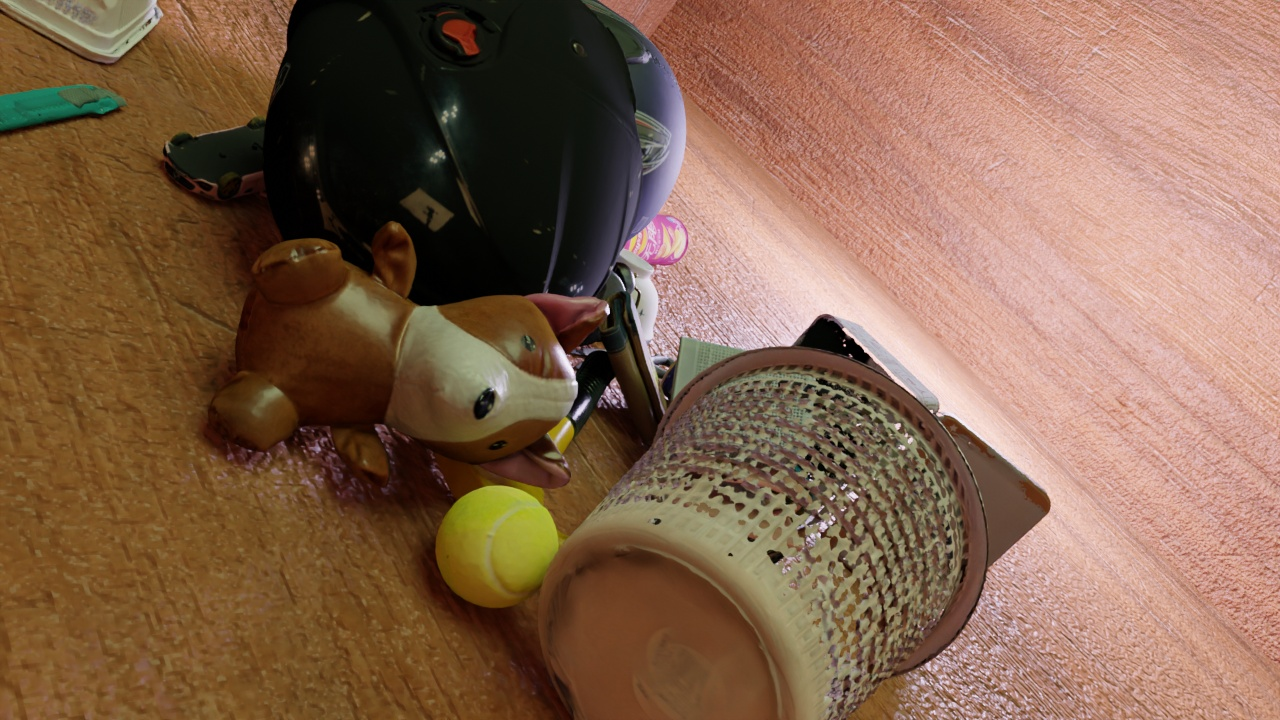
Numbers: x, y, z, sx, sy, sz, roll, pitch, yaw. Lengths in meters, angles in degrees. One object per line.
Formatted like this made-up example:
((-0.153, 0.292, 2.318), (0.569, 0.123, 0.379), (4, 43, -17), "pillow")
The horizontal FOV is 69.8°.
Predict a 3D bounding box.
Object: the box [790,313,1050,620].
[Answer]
((0.223, 0.103, 0.859), (0.260, 0.179, 0.105), (49, 22, 23), "box")

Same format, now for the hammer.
((-0.061, 0.050, 0.681), (0.129, 0.033, 0.300), (40, 20, -4), "hammer")

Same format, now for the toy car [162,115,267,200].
((-0.294, -0.146, 0.676), (0.056, 0.037, 0.122), (39, 32, 6), "toy car")

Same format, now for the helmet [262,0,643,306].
((-0.136, -0.124, 0.625), (0.274, 0.234, 0.229), (31, 52, -18), "helmet")

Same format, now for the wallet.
((-0.005, 0.005, 0.802), (0.090, 0.033, 0.115), (-87, 160, -67), "wallet")

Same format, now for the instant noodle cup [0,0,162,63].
((-0.448, -0.311, 0.715), (0.138, 0.060, 0.173), (30, 24, -27), "instant noodle cup")

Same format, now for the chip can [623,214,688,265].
((-0.007, -0.154, 1.153), (0.071, 0.071, 0.210), (45, 20, 14), "chip can")

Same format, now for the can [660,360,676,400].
((0.079, 0.028, 0.918), (0.049, 0.075, 0.148), (46, 20, 26), "can")

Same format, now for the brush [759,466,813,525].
((0.094, 0.087, 0.826), (0.144, 0.055, 0.073), (36, 34, 0), "brush")

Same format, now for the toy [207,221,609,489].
((-0.119, 0.003, 0.508), (0.199, 0.140, 0.130), (16, 7, -24), "toy")

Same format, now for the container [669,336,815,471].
((0.079, 0.041, 0.745), (0.111, 0.090, 0.090), (8, -18, 3), "container")

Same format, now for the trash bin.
((0.057, 0.123, 0.510), (0.227, 0.228, 0.191), (45, 33, 13), "trash bin")

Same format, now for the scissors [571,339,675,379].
((-0.025, -0.009, 0.905), (0.168, 0.014, 0.156), (24, 25, -26), "scissors")

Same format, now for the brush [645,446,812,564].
((0.068, 0.110, 0.726), (0.145, 0.073, 0.063), (25, 27, -31), "brush")

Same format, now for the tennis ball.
((-0.077, 0.100, 0.495), (0.065, 0.066, 0.065), (35, 21, -15), "tennis ball")

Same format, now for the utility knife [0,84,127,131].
((-0.380, -0.163, 0.586), (0.029, 0.013, 0.151), (35, 20, -10), "utility knife")

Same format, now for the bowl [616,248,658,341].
((-0.023, -0.078, 0.949), (0.118, 0.065, 0.118), (29, 17, -10), "bowl")

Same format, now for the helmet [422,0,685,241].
((-0.111, -0.218, 0.876), (0.315, 0.248, 0.240), (5, 51, -20), "helmet")

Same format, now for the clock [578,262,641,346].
((-0.050, -0.058, 0.848), (0.121, 0.082, 0.055), (10, 24, -35), "clock")
